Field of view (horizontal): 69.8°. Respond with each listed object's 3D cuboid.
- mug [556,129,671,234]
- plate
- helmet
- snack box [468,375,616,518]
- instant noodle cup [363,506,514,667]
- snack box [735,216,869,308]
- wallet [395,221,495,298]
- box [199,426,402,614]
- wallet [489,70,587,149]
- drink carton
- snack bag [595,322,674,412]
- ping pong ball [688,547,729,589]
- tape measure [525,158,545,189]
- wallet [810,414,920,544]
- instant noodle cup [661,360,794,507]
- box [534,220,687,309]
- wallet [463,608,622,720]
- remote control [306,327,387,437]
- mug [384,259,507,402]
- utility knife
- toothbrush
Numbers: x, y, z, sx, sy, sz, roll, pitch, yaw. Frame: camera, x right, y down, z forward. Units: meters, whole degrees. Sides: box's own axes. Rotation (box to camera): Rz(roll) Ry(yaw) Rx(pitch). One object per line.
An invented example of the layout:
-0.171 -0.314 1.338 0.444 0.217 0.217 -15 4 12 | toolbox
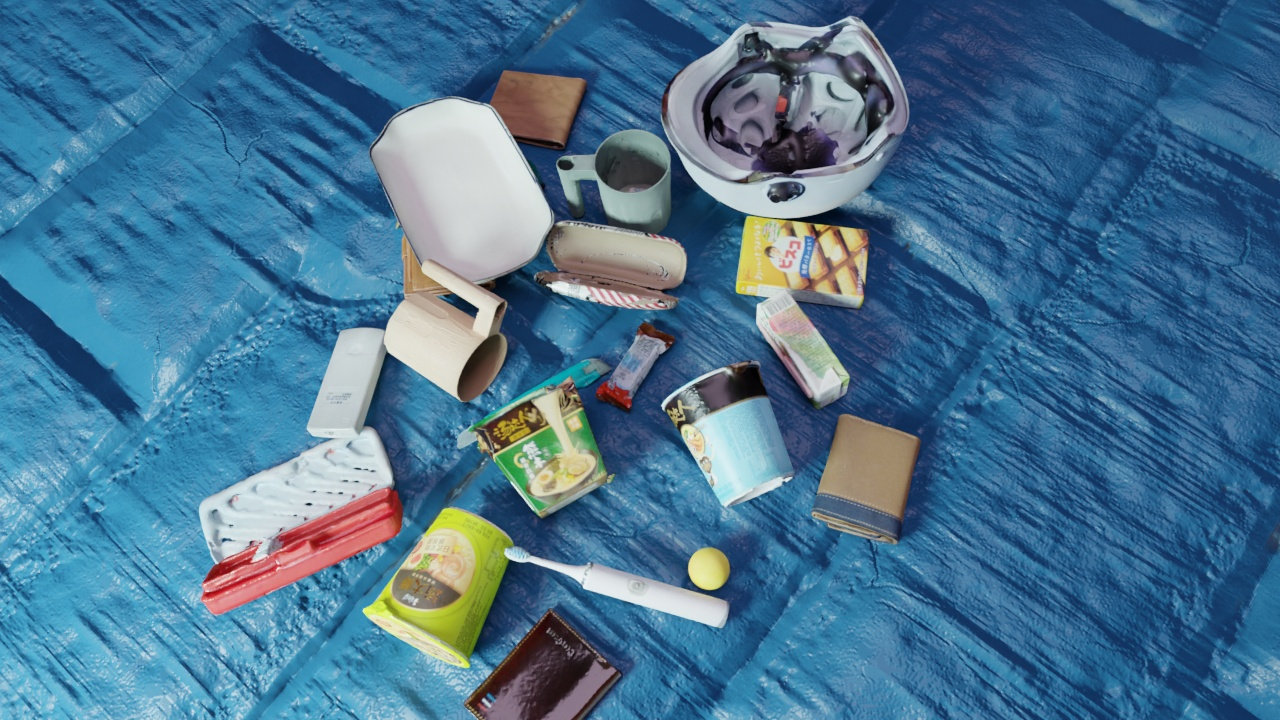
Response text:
-0.026 -0.195 1.034 0.124 0.103 0.083 -1 67 4 | mug
-0.204 -0.193 1.052 0.162 0.034 0.265 -25 66 -12 | plate
0.160 -0.250 1.023 0.259 0.146 0.228 -13 62 4 | helmet
-0.094 0.095 0.918 0.117 0.118 0.105 -28 78 -9 | snack box
-0.183 0.211 0.878 0.112 0.112 0.123 21 62 12 | instant noodle cup
0.181 -0.110 1.024 0.140 0.034 0.086 7 67 9 | snack box
-0.229 -0.136 1.059 0.119 0.035 0.130 -8 63 2 | wallet
-0.344 0.163 0.930 0.201 0.069 0.157 -24 45 -6 | box
-0.134 -0.313 1.138 0.115 0.020 0.101 11 67 11 | wallet
0.169 -0.011 0.972 0.045 0.053 0.122 -29 68 -4 | drink carton
-0.006 0.006 0.990 0.045 0.026 0.105 25 70 23 | snack bag
0.067 0.203 0.894 0.040 0.040 0.040 -1 67 3 | ping pong ball
-0.148 -0.216 1.094 0.058 0.025 0.054 -22 69 -7 | tape measure
0.228 0.119 0.925 0.090 0.033 0.115 17 68 8 | wallet
0.094 0.077 0.916 0.111 0.111 0.120 -22 73 -6 | instant noodle cup
-0.032 -0.106 1.011 0.162 0.075 0.086 10 99 11 | box
-0.092 0.312 0.871 0.096 0.020 0.122 39 72 18 | wallet
-0.313 0.022 0.992 0.056 0.019 0.134 -1 54 10 | remote control
-0.202 -0.033 0.973 0.103 0.125 0.084 30 28 17 | mug
-0.116 0.045 0.987 0.185 0.013 0.029 -30 68 -9 | utility knife
-0.023 0.213 0.876 0.221 0.026 0.026 17 57 -4 | toothbrush
